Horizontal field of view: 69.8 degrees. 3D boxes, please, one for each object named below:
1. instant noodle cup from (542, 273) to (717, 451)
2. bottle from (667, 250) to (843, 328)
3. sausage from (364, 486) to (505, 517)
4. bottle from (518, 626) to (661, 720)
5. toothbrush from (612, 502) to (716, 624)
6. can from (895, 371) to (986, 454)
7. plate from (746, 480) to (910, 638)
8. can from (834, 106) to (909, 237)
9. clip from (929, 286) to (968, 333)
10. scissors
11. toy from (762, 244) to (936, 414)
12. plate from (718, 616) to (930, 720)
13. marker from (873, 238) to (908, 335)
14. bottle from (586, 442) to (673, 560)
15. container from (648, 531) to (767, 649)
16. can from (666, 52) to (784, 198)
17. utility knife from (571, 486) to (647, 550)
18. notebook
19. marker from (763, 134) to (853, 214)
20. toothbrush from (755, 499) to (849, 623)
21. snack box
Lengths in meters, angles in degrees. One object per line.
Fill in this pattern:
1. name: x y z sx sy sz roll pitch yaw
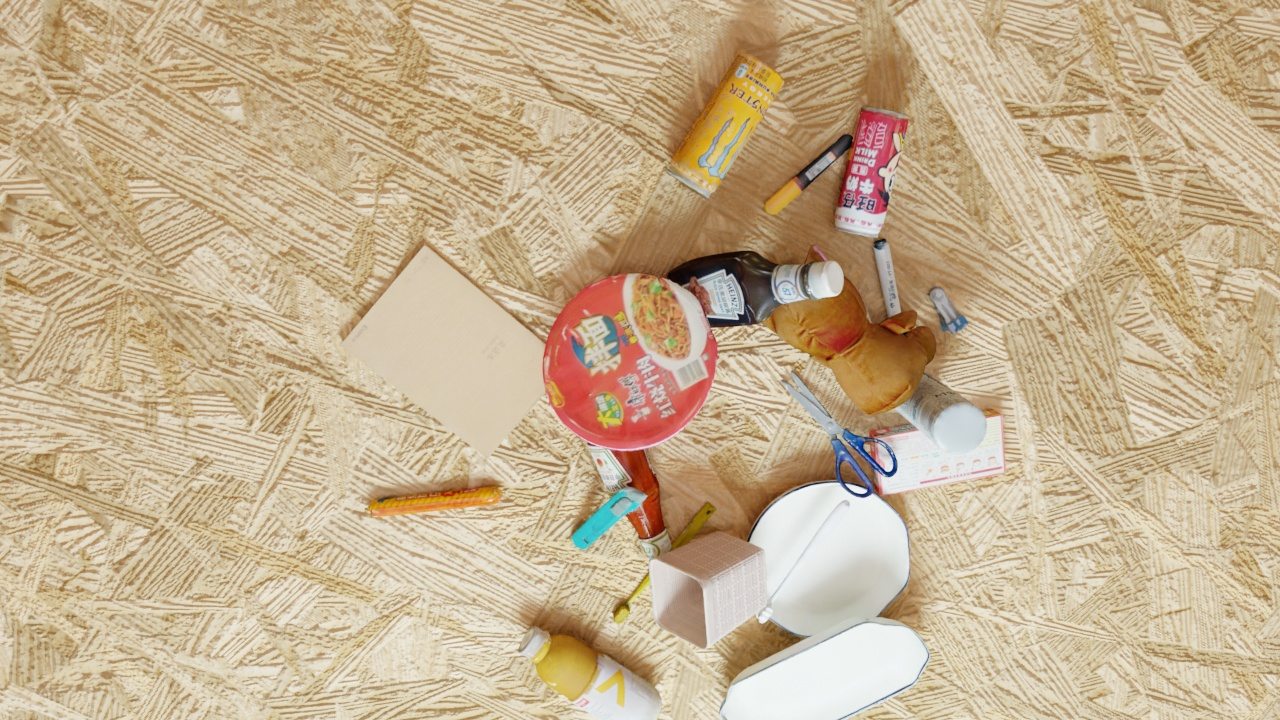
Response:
1. instant noodle cup: -0.006 0.006 0.998 0.194 0.066 0.193 -4 77 15
2. bottle: 0.119 -0.077 0.965 0.195 0.043 0.080 -3 111 41
3. sausage: -0.240 0.166 1.073 0.165 0.021 0.021 -6 105 -3
4. bottle: -0.062 0.389 1.121 0.189 0.068 0.068 36 99 -12
5. toothbrush: 0.028 0.248 1.117 0.015 0.016 0.190 38 99 -9
6. can: 0.328 0.054 1.021 0.058 0.146 0.058 -1 105 -4
7. plate: 0.222 0.236 1.114 0.205 0.045 0.205 -1 104 -4
8. can: 0.250 -0.204 0.997 0.053 0.053 0.133 9 104 -7
9. clip: 0.352 -0.060 1.061 0.027 0.045 0.058 -32 99 5
10. scissors: 0.235 0.076 1.070 0.125 0.012 0.173 -13 86 -3
11. toy: 0.225 -0.037 1.007 0.199 0.130 0.141 34 132 -10
12. plate: 0.222 0.389 1.132 0.266 0.034 0.162 -32 123 14
13. marker: 0.288 -0.076 1.052 0.022 0.018 0.131 -17 106 -9
14. bottle: -0.003 0.161 1.068 0.060 0.059 0.206 -21 103 1
15. container: 0.082 0.257 1.053 0.110 0.090 0.090 -18 110 -38
16. can: 0.090 -0.248 0.971 0.058 0.058 0.146 31 100 -11
17. utility knife: -0.040 0.183 1.057 0.029 0.012 0.152 44 132 1
18. notebook: -0.208 -0.008 1.037 0.211 0.012 0.149 40 97 -13
19. marker: 0.186 -0.205 1.013 0.124 0.015 0.018 -41 105 4
20. toothbrush: 0.191 0.237 1.080 0.016 0.016 0.180 32 100 -14
21. snack box: 0.356 0.110 1.100 0.156 0.027 0.077 -10 105 -2
